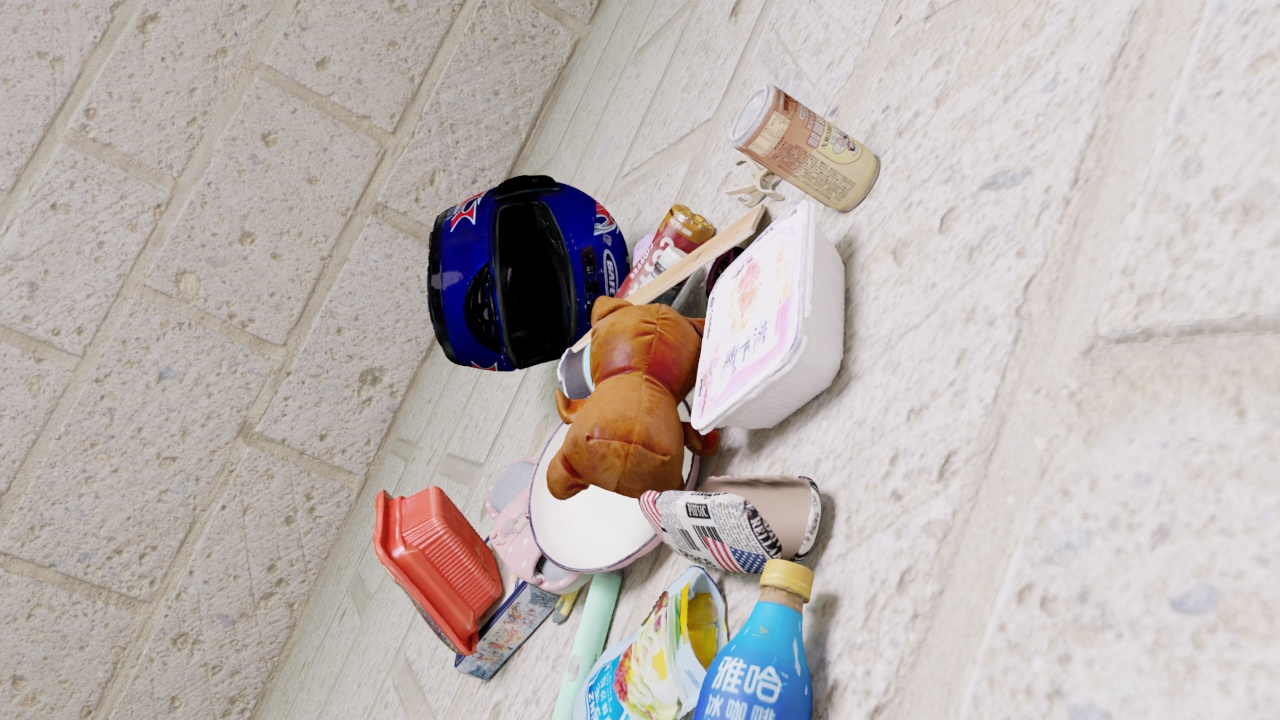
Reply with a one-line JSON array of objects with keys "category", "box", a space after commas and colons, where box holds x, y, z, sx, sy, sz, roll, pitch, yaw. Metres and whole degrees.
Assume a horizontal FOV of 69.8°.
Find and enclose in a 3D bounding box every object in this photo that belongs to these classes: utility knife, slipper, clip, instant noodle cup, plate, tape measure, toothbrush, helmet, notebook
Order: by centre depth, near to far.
[{"category": "instant noodle cup", "box": [0.107, -0.026, 0.721, 0.138, 0.060, 0.173, -44, 27, 45]}, {"category": "toothbrush", "box": [-0.056, 0.284, 0.786, 0.027, 0.027, 0.224, -7, 54, 37]}, {"category": "plate", "box": [-0.019, 0.108, 0.841, 0.193, 0.039, 0.192, -24, 47, 28]}, {"category": "tape measure", "box": [0.091, -0.078, 0.872, 0.058, 0.039, 0.057, -69, 19, -4]}, {"category": "notebook", "box": [0.031, -0.083, 0.907, 0.208, 0.008, 0.147, -33, 9, 20]}, {"category": "utility knife", "box": [-0.042, 0.176, 0.928, 0.198, 0.021, 0.031, -61, 24, -8]}, {"category": "instant noodle cup", "box": [-0.006, 0.005, 0.933, 0.121, 0.111, 0.111, -35, 32, 40]}, {"category": "clip", "box": [0.116, -0.173, 0.949, 0.082, 0.034, 0.104, -56, 27, 13]}, {"category": "slipper", "box": [-0.109, 0.157, 0.957, 0.114, 0.054, 0.274, -48, 26, -7]}, {"category": "instant noodle cup", "box": [-0.218, 0.215, 1.005, 0.079, 0.164, 0.189, -36, 20, -5]}, {"category": "helmet", "box": [-0.133, -0.111, 1.193, 0.315, 0.240, 0.247, -97, -1, -71]}]

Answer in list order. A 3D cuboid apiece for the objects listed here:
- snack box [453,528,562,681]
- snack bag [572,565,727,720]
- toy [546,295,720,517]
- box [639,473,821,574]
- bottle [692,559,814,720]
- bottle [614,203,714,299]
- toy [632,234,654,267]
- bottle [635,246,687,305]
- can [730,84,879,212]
[{"category": "snack box", "box": [-0.143, 0.241, 1.052, 0.183, 0.045, 0.177, -51, 22, 31]}, {"category": "snack bag", "box": [-0.003, 0.243, 0.686, 0.191, 0.038, 0.110, -52, 31, 32]}, {"category": "toy", "box": [-0.001, 0.032, 0.773, 0.131, 0.140, 0.199, 114, 169, -58]}, {"category": "box", "box": [0.051, 0.112, 0.640, 0.163, 0.087, 0.076, -10, 69, 63]}, {"category": "bottle", "box": [0.057, 0.219, 0.510, 0.065, 0.065, 0.218, -27, 38, 61]}, {"category": "bottle", "box": [0.016, -0.095, 1.066, 0.175, 0.057, 0.057, -56, 19, 19]}, {"category": "toy", "box": [0.009, -0.117, 1.150, 0.108, 0.039, 0.084, -103, 24, -61]}, {"category": "bottle", "box": [-0.006, -0.039, 1.027, 0.195, 0.080, 0.044, -57, -24, 19]}, {"category": "can", "box": [0.135, -0.174, 0.758, 0.059, 0.116, 0.058, -52, 21, 29]}]
